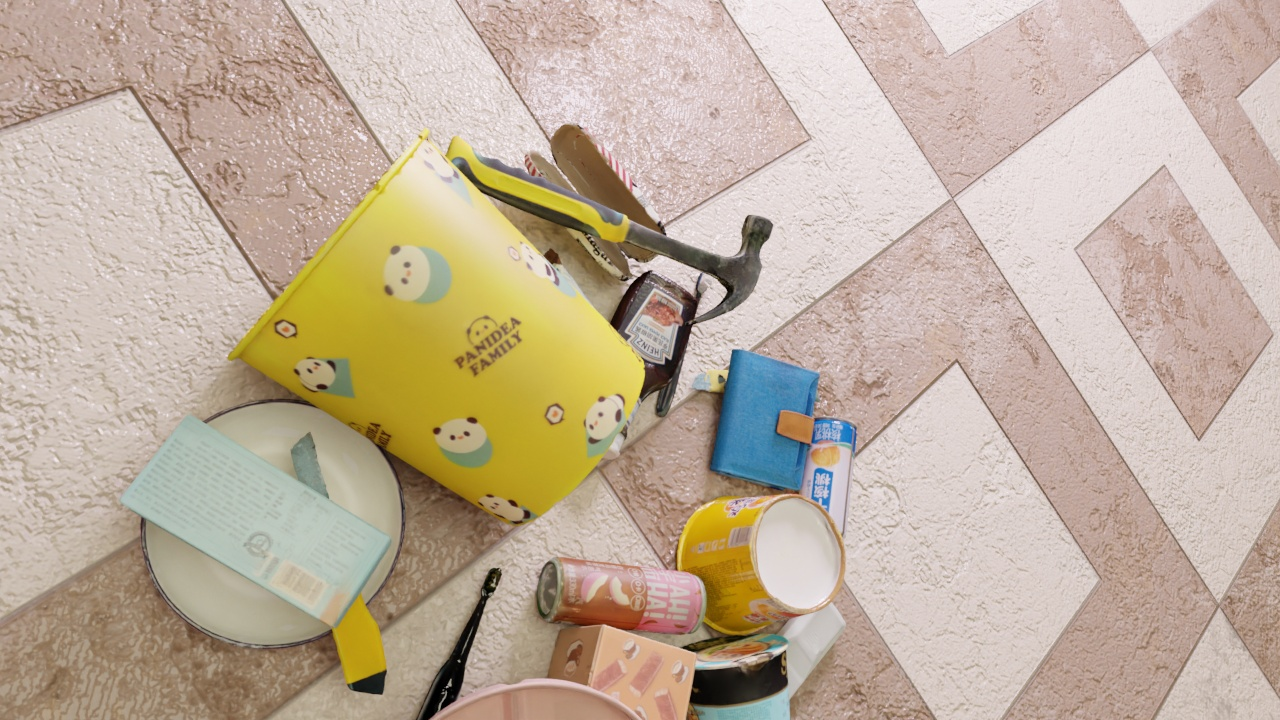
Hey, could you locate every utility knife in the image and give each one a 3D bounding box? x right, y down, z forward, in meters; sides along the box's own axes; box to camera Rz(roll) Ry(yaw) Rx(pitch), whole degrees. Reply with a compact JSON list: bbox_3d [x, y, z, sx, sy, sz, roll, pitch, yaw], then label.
[{"bbox_3d":[0.126,0.028,0.993,0.167,0.018,0.031,3,67,-23],"label":"utility knife"},{"bbox_3d":[-0.233,0.156,0.706,0.033,0.015,0.209,-15,81,-25],"label":"utility knife"}]

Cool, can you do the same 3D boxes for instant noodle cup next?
[{"bbox_3d":[0.089,0.320,0.827,0.111,0.111,0.120,-6,84,-30],"label":"instant noodle cup"},{"bbox_3d":[0.121,0.189,0.878,0.138,0.110,0.138,10,69,-26],"label":"instant noodle cup"}]

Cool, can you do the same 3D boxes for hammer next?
[{"bbox_3d":[-0.034,-0.130,0.882,0.323,0.032,0.126,20,82,-12],"label":"hammer"}]

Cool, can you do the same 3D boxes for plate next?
[{"bbox_3d":[-0.285,0.127,0.722,0.192,0.039,0.192,9,70,-25],"label":"plate"},{"bbox_3d":[-0.091,0.343,0.703,0.229,0.028,0.230,-4,105,-15],"label":"plate"}]

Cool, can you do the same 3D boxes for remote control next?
[{"bbox_3d":[0.158,0.288,0.917,0.124,0.024,0.049,-39,94,-31],"label":"remote control"}]

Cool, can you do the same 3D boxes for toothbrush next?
[{"bbox_3d":[-0.159,0.268,0.751,0.026,0.027,0.212,28,63,-11],"label":"toothbrush"},{"bbox_3d":[0.047,-0.020,0.963,0.015,0.018,0.180,30,64,-22],"label":"toothbrush"}]

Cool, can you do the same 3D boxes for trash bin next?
[{"bbox_3d":[-0.149,-0.014,0.739,0.255,0.230,0.229,41,59,-19],"label":"trash bin"}]

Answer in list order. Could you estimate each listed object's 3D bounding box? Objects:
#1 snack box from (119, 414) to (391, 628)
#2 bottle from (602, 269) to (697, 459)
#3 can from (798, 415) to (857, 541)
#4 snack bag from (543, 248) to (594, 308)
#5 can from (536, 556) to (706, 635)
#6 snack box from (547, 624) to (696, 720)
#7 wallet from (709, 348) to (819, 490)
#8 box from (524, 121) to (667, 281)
[{"bbox_3d":[-0.274,0.118,0.664,0.175,0.052,0.074,34,66,-8],"label":"snack box"},{"bbox_3d":[-0.005,0.005,0.910,0.080,0.044,0.194,32,63,-18],"label":"bottle"},{"bbox_3d":[0.196,0.130,0.971,0.053,0.053,0.134,21,65,-21],"label":"can"},{"bbox_3d":[-0.069,-0.057,0.896,0.026,0.045,0.105,-36,93,-45],"label":"snack bag"},{"bbox_3d":[-0.017,0.213,0.827,0.147,0.058,0.057,13,68,-24],"label":"can"},{"bbox_3d":[-0.020,0.277,0.784,0.094,0.093,0.077,23,64,-20],"label":"snack box"},{"bbox_3d":[0.131,0.063,0.960,0.106,0.040,0.133,17,78,-21],"label":"wallet"},{"bbox_3d":[-0.052,-0.152,0.919,0.162,0.076,0.087,51,53,-9],"label":"box"}]
